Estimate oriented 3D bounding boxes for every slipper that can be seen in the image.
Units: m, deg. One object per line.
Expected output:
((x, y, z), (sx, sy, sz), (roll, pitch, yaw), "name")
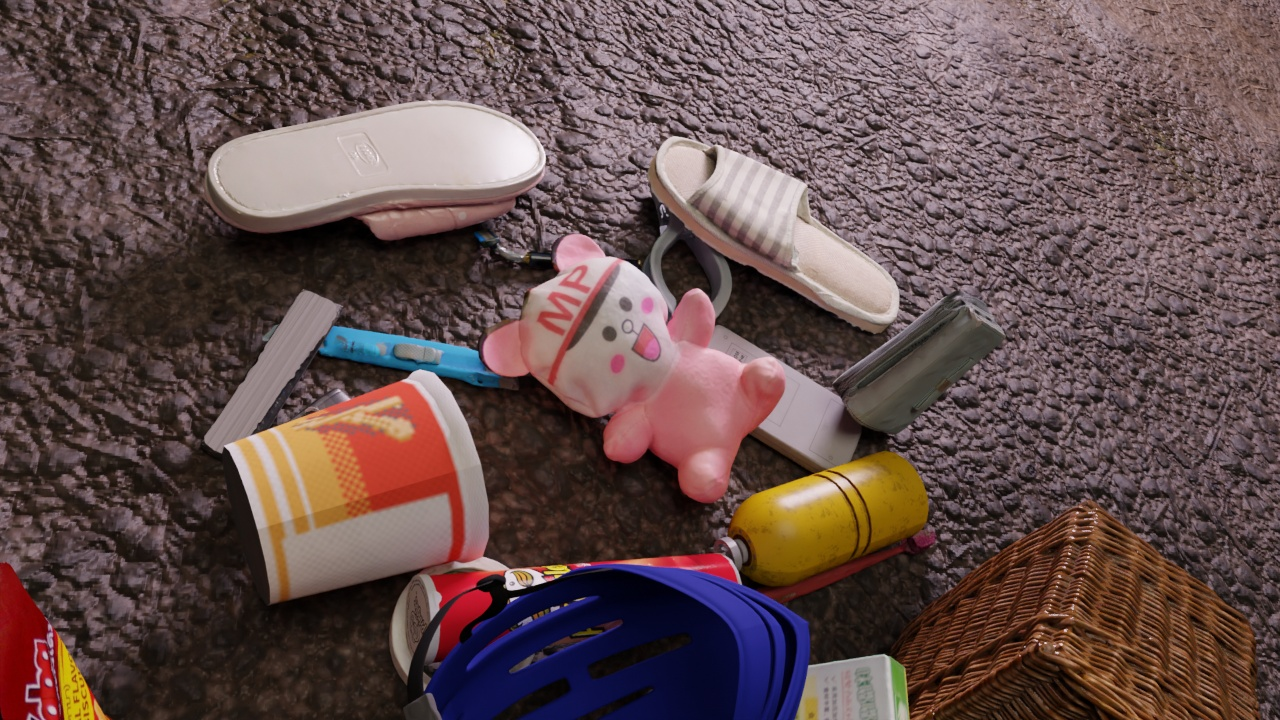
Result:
((0.130, -0.117, 0.828), (0.272, 0.054, 0.114), (30, 44, -15), "slipper")
((-0.202, -0.147, 0.734), (0.273, 0.055, 0.114), (-15, 65, -32), "slipper")

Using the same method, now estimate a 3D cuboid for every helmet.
((-0.021, 0.167, 0.445), (0.241, 0.228, 0.147), (-24, 62, -7), "helmet")

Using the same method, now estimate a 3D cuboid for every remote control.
((0.110, 0.036, 0.759), (0.151, 0.019, 0.074), (32, 53, 1), "remote control")
((-0.252, 0.009, 0.631), (0.033, 0.013, 0.136), (25, 58, -4), "remote control")

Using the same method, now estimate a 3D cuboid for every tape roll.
((-0.112, 0.172, 0.584), (0.093, 0.018, 0.093), (10, 55, -15), "tape roll")

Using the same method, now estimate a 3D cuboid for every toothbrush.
((0.152, 0.159, 0.696), (0.189, 0.017, 0.016), (-11, 64, -27), "toothbrush")

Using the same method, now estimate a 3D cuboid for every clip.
((0.024, -0.100, 0.808), (0.115, 0.028, 0.162), (14, 54, -15), "clip")

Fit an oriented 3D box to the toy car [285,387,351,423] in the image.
((-0.221, 0.056, 0.605), (0.040, 0.037, 0.092), (40, 53, 7), "toy car")

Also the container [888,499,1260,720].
((0.240, 0.219, 0.563), (0.162, 0.251, 0.182), (39, 43, 6), "container")

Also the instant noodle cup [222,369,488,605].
((-0.173, 0.080, 0.549), (0.120, 0.124, 0.123), (-15, 65, -31), "instant noodle cup")

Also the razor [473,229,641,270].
((-0.067, -0.085, 0.770), (0.144, 0.022, 0.043), (8, 16, -21), "razor")

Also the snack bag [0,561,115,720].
((-0.261, 0.184, 0.399), (0.066, 0.208, 0.138), (-11, 63, -27), "snack bag")

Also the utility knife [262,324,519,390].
((-0.180, -0.005, 0.676), (0.185, 0.015, 0.031), (9, 56, -14), "utility knife")

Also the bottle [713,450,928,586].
((0.128, 0.121, 0.680), (0.163, 0.071, 0.071), (-13, 64, -28), "bottle")

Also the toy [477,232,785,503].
((-0.004, 0.004, 0.690), (0.213, 0.084, 0.141), (33, 75, -1), "toy")

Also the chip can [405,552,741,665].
((-0.036, 0.155, 0.585), (0.214, 0.052, 0.051), (3, 57, -29), "chip can")

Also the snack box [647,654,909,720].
((0.070, 0.243, 0.510), (0.027, 0.168, 0.131), (39, 43, -36), "snack box")

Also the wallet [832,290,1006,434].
((0.228, 0.002, 0.742), (0.100, 0.132, 0.054), (4, 45, -57), "wallet")
